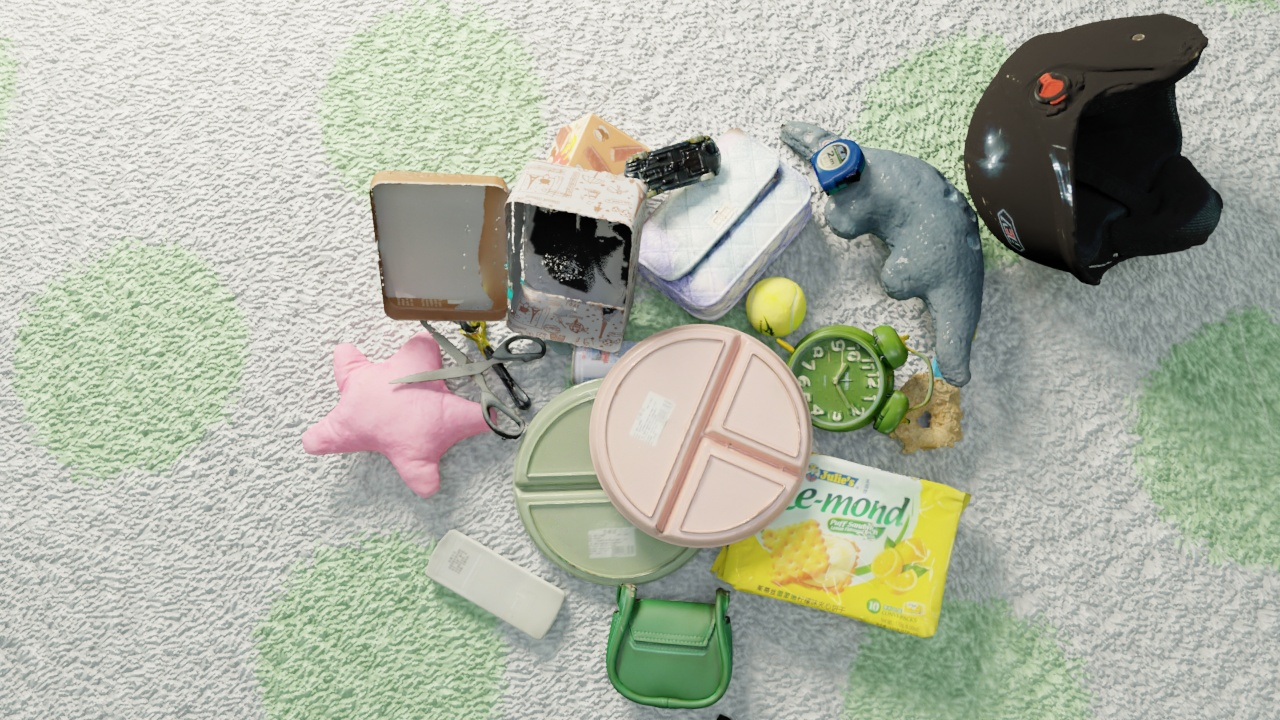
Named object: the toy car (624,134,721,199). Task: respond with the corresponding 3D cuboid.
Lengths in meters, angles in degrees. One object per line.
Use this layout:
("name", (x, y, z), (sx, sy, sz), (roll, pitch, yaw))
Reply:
("toy car", (0.034, -0.203, 0.963), (0.105, 0.031, 0.049), (-18, 103, -11))

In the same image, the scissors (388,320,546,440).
("scissors", (-0.180, 0.015, 0.984), (0.176, 0.014, 0.159), (-10, 70, -23))

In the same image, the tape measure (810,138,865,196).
("tape measure", (0.209, -0.205, 0.965), (0.055, 0.025, 0.058), (-25, 52, 20))

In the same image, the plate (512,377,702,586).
("plate", (-0.023, 0.131, 0.971), (0.230, 0.027, 0.230), (0, 95, 2))

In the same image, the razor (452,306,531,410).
("razor", (-0.163, -0.004, 1.019), (0.042, 0.022, 0.142), (-31, 84, -29))

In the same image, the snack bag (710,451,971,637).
("snack bag", (0.210, 0.185, 0.961), (0.246, 0.068, 0.158), (14, 83, 4))

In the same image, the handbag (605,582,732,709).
("handbag", (0.031, 0.293, 0.951), (0.131, 0.068, 0.120), (2, 85, 3))

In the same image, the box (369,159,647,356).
("box", (-0.134, -0.112, 0.936), (0.262, 0.178, 0.088), (10, 45, 3))

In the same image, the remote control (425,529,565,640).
("remote control", (-0.156, 0.240, 0.986), (0.150, 0.021, 0.058), (29, 84, 5))

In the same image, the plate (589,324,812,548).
("plate", (0.062, 0.075, 0.931), (0.229, 0.028, 0.229), (0, 84, 1))

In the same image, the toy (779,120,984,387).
("toy", (0.283, -0.146, 0.987), (0.138, 0.091, 0.356), (-33, 74, 2))

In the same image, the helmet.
("helmet", (0.440, -0.208, 0.918), (0.230, 0.233, 0.274), (18, 63, 47))

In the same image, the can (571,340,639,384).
("can", (-0.006, 0.006, 0.997), (0.134, 0.053, 0.053), (4, 83, 2))

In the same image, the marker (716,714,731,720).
("marker", (0.060, 0.433, 0.957), (0.020, 0.022, 0.132), (34, 83, -32))

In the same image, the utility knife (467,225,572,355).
("utility knife", (-0.139, -0.081, 1.031), (0.029, 0.013, 0.193), (-38, 84, -4))

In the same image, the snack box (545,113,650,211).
("snack box", (-0.057, -0.201, 0.993), (0.077, 0.093, 0.094), (27, 83, -24))

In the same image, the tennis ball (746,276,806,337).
("tennis ball", (0.147, -0.058, 0.996), (0.065, 0.065, 0.065), (0, 83, 1))

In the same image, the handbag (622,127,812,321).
("handbag", (0.088, -0.149, 0.999), (0.134, 0.075, 0.193), (39, 84, 20))

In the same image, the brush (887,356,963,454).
("brush", (0.329, -0.017, 1.003), (0.083, 0.046, 0.254), (13, 79, 7))

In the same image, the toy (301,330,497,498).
("toy", (-0.249, 0.047, 0.990), (0.194, 0.075, 0.178), (19, 73, 0))

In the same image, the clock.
("clock", (0.224, 0.020, 0.967), (0.161, 0.056, 0.116), (-1, 93, 18))
